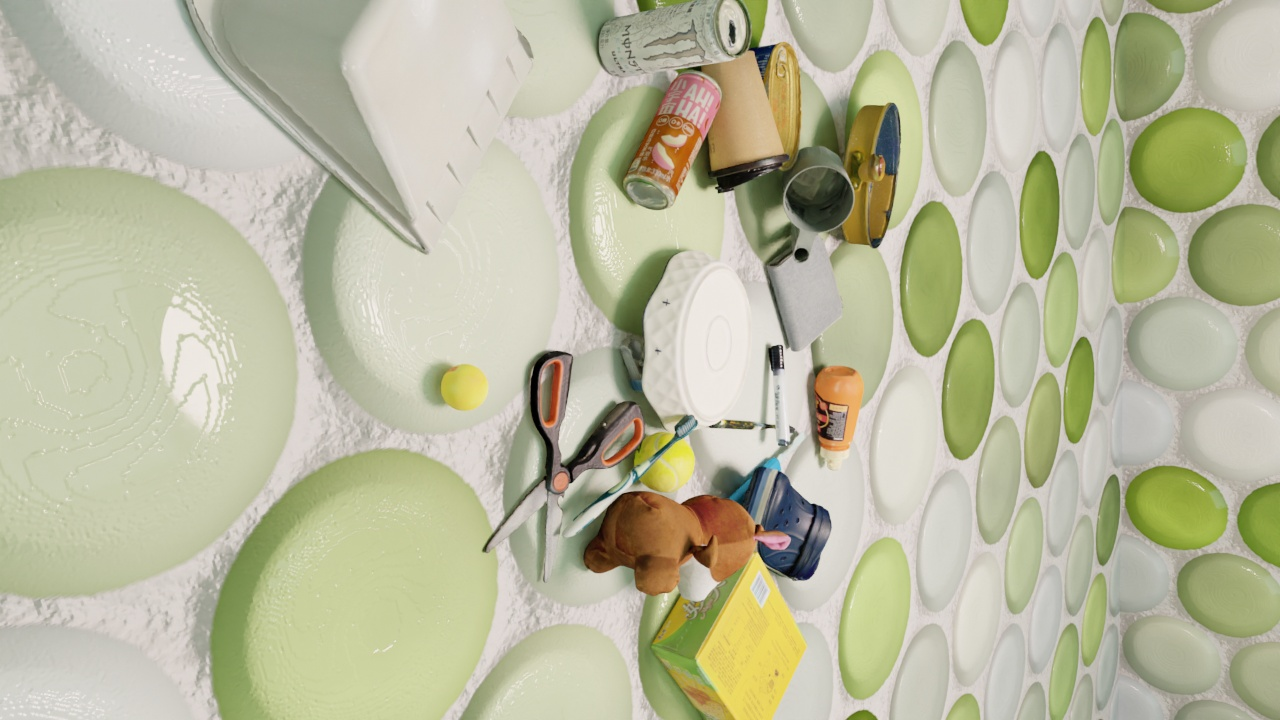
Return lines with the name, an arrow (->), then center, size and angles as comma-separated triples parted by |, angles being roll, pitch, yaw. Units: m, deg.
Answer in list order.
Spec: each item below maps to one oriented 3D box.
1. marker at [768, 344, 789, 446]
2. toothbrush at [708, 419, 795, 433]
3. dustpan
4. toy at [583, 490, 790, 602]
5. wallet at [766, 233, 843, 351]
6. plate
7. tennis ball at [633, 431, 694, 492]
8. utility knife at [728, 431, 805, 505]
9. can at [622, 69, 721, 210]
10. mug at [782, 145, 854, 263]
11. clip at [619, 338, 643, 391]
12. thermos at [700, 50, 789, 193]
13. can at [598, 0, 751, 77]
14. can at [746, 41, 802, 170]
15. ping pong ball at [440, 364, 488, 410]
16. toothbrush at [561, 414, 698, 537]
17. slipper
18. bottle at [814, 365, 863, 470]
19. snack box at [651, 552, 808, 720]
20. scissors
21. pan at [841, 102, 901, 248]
marker -> 0.179, 0.045, 1.181 | 0.018, 0.023, 0.130 | -2, 89, -38
toothbrush -> 0.144, 0.084, 1.160 | 0.185, 0.017, 0.012 | 8, 105, -51
dustpan -> -0.212, -0.252, 0.703 | 0.258, 0.143, 0.222 | 77, 34, -66
toy -> 0.050, 0.196, 0.967 | 0.199, 0.140, 0.130 | -2, 99, -43
wallet -> 0.218, -0.093, 1.212 | 0.106, 0.037, 0.130 | -38, 122, -28
plate -> 0.069, -0.020, 1.016 | 0.204, 0.046, 0.205 | -16, 109, -57
tennis ball -> 0.025, 0.109, 0.987 | 0.065, 0.066, 0.065 | -8, 101, -49
utility knife -> 0.161, 0.150, 1.189 | 0.222, 0.018, 0.034 | -35, 131, -42
can -> 0.034, -0.230, 0.959 | 0.058, 0.058, 0.147 | 45, 61, -43
mug -> 0.211, -0.196, 1.138 | 0.103, 0.083, 0.124 | -78, -178, -61
clip -> -0.004, 0.005, 0.972 | 0.036, 0.026, 0.058 | -36, 118, -33
thermos -> 0.111, -0.266, 1.029 | 0.092, 0.093, 0.143 | -24, 104, -46
can -> 0.031, -0.308, 0.875 | 0.058, 0.147, 0.058 | -9, 102, -49
can -> 0.154, -0.301, 1.098 | 0.074, 0.049, 0.148 | -11, 103, -49
ping pong ball -> -0.151, 0.023, 0.786 | 0.040, 0.040, 0.040 | -8, 101, -49
toothbrush -> -0.009, 0.115, 0.931 | 0.191, 0.016, 0.018 | -39, 130, -24
slipper -> 0.195, 0.224, 1.164 | 0.253, 0.095, 0.105 | 53, 50, -52
bottle -> 0.276, 0.085, 1.288 | 0.066, 0.067, 0.150 | -21, 118, -47
snack box -> 0.115, 0.348, 1.119 | 0.157, 0.070, 0.210 | -54, 132, -31
scissors -> -0.077, 0.096, 0.903 | 0.220, 0.022, 0.232 | -24, 112, -40
pan -> 0.304, -0.243, 1.191 | 0.356, 0.078, 0.198 | -17, 113, -64
